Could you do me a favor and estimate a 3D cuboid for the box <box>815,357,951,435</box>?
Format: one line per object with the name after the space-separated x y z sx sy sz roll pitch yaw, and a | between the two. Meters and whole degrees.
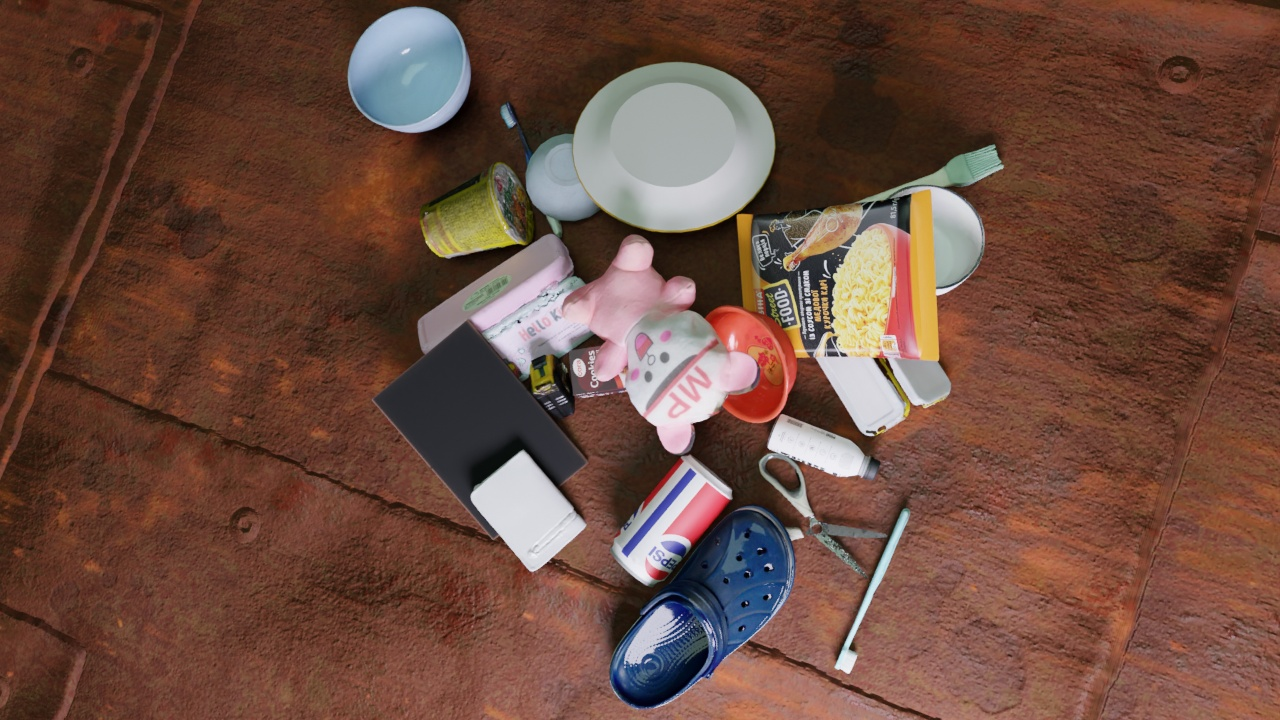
0.237 -0.030 0.987 0.084 0.079 0.210 -43 70 44 | box

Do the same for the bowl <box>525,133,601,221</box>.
-0.083 -0.218 1.063 0.106 0.039 0.106 0 76 1 | bowl

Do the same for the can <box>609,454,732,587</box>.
0.033 0.169 0.974 0.070 0.070 0.132 40 91 15 | can

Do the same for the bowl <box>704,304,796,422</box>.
0.121 -0.002 0.971 0.045 0.131 0.130 -23 73 -35 | bowl

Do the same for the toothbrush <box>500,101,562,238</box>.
-0.131 -0.228 1.098 0.017 0.016 0.189 -27 76 17 | toothbrush

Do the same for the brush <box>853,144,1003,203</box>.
0.286 -0.182 1.005 0.218 0.012 0.033 -21 78 9 | brush

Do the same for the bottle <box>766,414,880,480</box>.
0.194 0.095 0.966 0.116 0.041 0.041 21 86 14 | bottle

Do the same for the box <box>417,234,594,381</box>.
-0.148 -0.043 1.063 0.201 0.103 0.100 -33 37 6 | box

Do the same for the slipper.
0.063 0.264 0.939 0.105 0.095 0.253 42 97 15 | slipper

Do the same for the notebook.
-0.178 0.079 1.028 0.141 0.008 0.209 -39 95 4 | notebook

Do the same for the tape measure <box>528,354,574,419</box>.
-0.097 0.026 1.028 0.038 0.067 0.062 -24 48 9 | tape measure

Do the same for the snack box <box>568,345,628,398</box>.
-0.006 0.006 1.027 0.141 0.031 0.051 -9 80 10 | snack box

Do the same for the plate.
0.037 -0.248 1.031 0.230 0.021 0.229 -1 68 3 | plate

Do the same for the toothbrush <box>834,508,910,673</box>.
0.242 0.237 0.948 0.016 0.016 0.180 22 87 17 | toothbrush

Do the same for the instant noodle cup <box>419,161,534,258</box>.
-0.192 -0.166 1.065 0.108 0.102 0.102 -16 78 18 | instant noodle cup

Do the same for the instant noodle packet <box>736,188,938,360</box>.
0.195 -0.079 0.937 0.221 0.032 0.160 0 97 41 | instant noodle packet

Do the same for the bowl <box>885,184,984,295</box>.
0.293 -0.118 0.959 0.116 0.066 0.116 -1 76 3 | bowl

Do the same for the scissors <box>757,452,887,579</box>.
0.169 0.170 0.974 0.158 0.012 0.169 -22 77 10 | scissors

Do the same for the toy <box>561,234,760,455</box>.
0.020 -0.019 0.964 0.142 0.084 0.213 -43 73 11 | toy

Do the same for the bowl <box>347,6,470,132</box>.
-0.269 -0.340 1.113 0.151 0.075 0.150 -2 80 11 | bowl

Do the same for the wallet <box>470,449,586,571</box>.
-0.125 0.166 1.019 0.086 0.032 0.116 -36 90 -4 | wallet
